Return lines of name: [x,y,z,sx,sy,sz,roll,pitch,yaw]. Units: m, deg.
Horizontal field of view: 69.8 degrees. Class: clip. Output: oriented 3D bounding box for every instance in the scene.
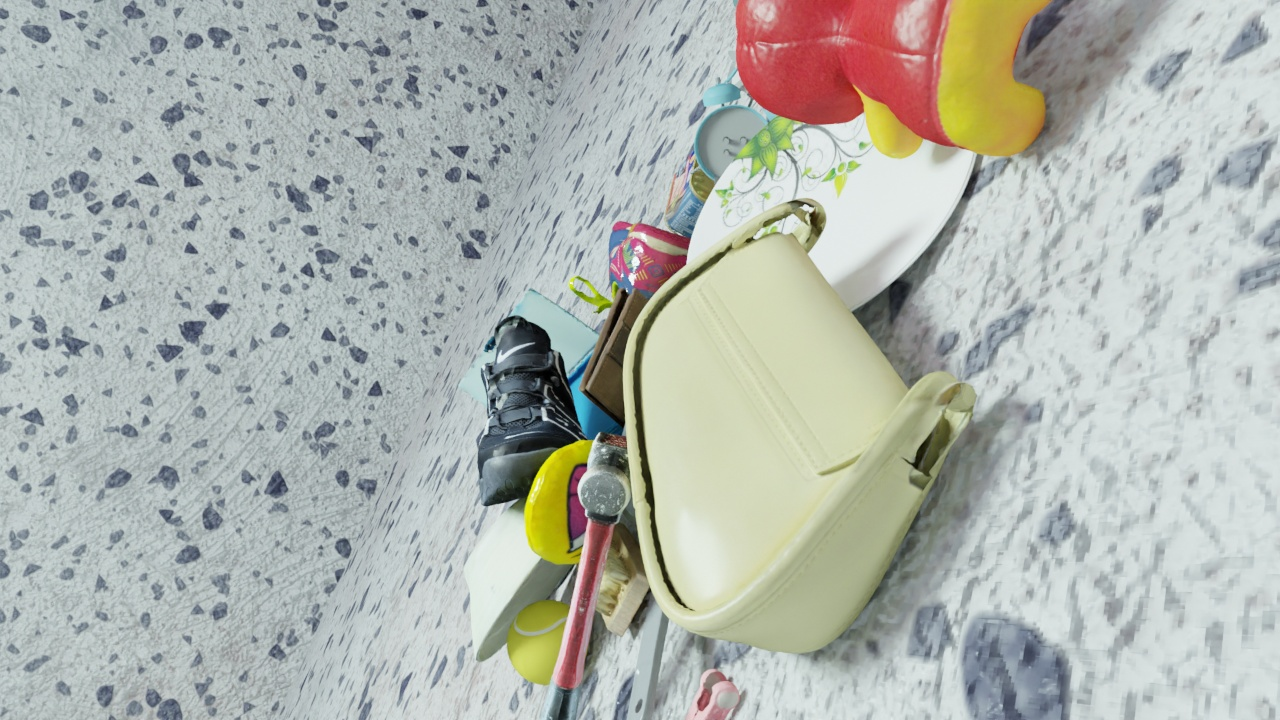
clip: [0.034,0.202,0.524,0.060,0.023,0.044,-57,13,16]

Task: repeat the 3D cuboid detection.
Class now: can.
can: [0.064,-0.174,0.935,0.059,0.054,0.099,-47,23,48]

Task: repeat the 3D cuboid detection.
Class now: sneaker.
sneaker: [-0.097,0.035,0.783,0.252,0.097,0.151,178,80,-84]
sneaker: [-0.006,-0.089,0.918,0.241,0.116,0.091,-120,47,-81]

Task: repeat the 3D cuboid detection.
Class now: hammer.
hammer: [-0.046,0.201,0.599,0.140,0.036,0.326,-66,-11,-78]

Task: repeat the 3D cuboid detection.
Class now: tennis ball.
tennis ball: [-0.074,0.224,0.731,0.065,0.065,0.065,-54,19,28]

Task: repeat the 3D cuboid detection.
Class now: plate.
plate: [0.129,-0.105,0.631,0.230,0.030,0.228,-31,40,30]

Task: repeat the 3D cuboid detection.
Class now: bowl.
bowl: [-0.098,0.164,0.772,0.176,0.058,0.177,-50,-12,-15]

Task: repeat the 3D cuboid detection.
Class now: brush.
brush: [-0.024,0.165,0.718,0.049,0.039,0.117,-63,14,5]

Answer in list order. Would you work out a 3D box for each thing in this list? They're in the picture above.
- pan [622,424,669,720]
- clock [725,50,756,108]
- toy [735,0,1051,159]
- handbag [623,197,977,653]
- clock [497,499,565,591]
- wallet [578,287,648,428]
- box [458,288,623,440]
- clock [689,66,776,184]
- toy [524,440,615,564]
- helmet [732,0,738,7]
pan: [0.032,0.089,0.643,0.201,0.050,0.355,-48,25,42]
clock: [0.140,-0.310,0.896,0.119,0.061,0.159,-66,16,-9]
toy: [0.136,-0.194,0.536,0.216,0.098,0.148,33,124,48]
handbag: [0.072,0.031,0.506,0.191,0.088,0.232,-42,40,18]
clock: [-0.110,0.181,0.902,0.158,0.058,0.117,-68,19,3]
wallet: [-0.005,0.005,0.798,0.027,0.121,0.098,15,74,30]
box: [-0.089,0.036,0.955,0.070,0.170,0.244,-29,-8,-37]
clock: [0.095,-0.221,0.858,0.041,0.087,0.123,-70,1,-67]
toy: [-0.047,0.102,0.663,0.041,0.094,0.095,17,48,36]
helmet: [0.141,-0.347,0.696,0.201,0.176,0.274,113,148,-51]
